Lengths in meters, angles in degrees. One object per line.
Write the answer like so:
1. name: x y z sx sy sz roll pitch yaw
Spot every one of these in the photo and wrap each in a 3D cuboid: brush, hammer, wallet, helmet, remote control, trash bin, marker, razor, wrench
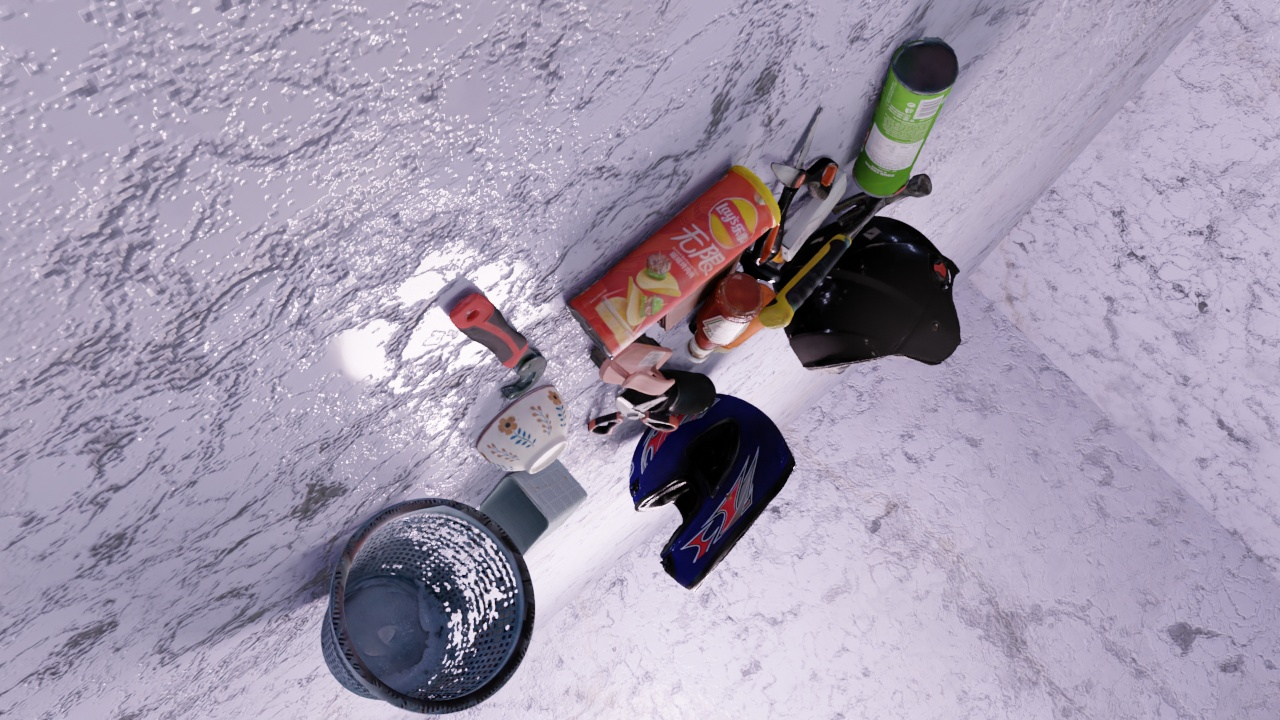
1. brush: -0.006 0.006 1.076 0.063 0.073 0.145 -44 164 13
2. hammer: 0.242 -0.138 1.146 0.126 0.032 0.322 -8 -150 50
3. wallet: 0.067 -0.089 1.072 0.124 0.032 0.101 -39 169 -7
4. helmet: 0.097 0.199 1.557 0.314 0.240 0.248 -49 169 -17
5. remote control: 0.218 -0.183 1.151 0.125 0.024 0.049 -52 165 -4
6. helmet: 0.322 -0.097 1.317 0.274 0.230 0.234 -43 -162 -27
7. trash bin: -0.262 0.291 1.033 0.225 0.226 0.196 -28 173 -42
8. marker: 0.174 -0.143 1.218 0.018 0.015 0.123 -49 163 14
9. razor: 0.115 -0.082 1.188 0.168 0.062 0.067 -48 -164 46
10. wrench: -0.124 -0.011 0.832 0.056 0.016 0.273 -40 166 -7

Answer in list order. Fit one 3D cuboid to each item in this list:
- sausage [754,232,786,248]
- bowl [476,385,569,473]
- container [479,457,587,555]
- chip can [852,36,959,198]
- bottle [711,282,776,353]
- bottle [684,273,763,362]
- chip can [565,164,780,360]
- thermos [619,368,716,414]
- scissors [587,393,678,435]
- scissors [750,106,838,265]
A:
1. sausage: 0.173 -0.154 1.167 0.021 0.021 0.165 -47 165 20
2. bowl: -0.122 0.087 1.039 0.113 0.062 0.113 -40 167 -11
3. container: -0.142 0.196 1.258 0.090 0.090 0.111 -49 166 30
4. chip can: 0.298 -0.269 1.049 0.072 0.072 0.236 -39 166 -8
5. bottle: 0.139 -0.052 1.315 0.066 0.066 0.150 -31 170 -36
6. bottle: 0.094 -0.044 1.127 0.059 0.060 0.206 -36 172 -20
7. chip can: 0.032 -0.094 0.880 0.216 0.073 0.073 -40 166 -4
8. thermos: 0.039 0.048 1.359 0.090 0.068 0.242 -12 173 19
9. scissors: -0.010 0.075 1.229 0.189 0.015 0.226 -11 161 31
10. scissors: 0.175 -0.189 1.031 0.220 0.022 0.229 -29 152 -52
